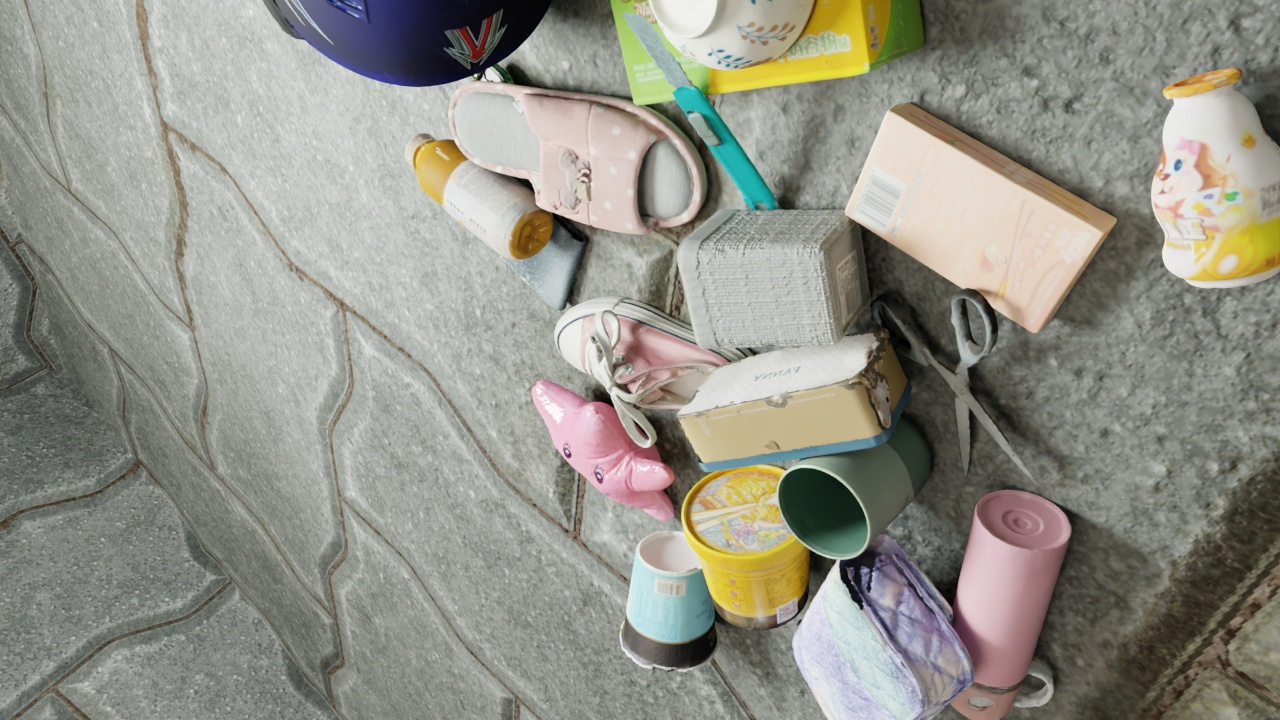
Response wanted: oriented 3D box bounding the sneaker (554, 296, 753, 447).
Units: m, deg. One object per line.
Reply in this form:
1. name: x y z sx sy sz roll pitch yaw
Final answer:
1. sneaker: -0.005 0.005 0.862 0.241 0.087 0.118 18 127 38

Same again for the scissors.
1. scissors: 0.226 0.016 0.662 0.159 0.014 0.181 42 153 38

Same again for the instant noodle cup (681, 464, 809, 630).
1. instant noodle cup: 0.104 0.176 0.844 0.119 0.118 0.114 20 135 38

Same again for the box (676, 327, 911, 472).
1. box: 0.112 0.034 0.717 0.185 0.089 0.060 -16 111 41

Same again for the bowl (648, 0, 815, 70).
1. bowl: 0.043 -0.231 0.558 0.113 0.062 0.114 27 132 34

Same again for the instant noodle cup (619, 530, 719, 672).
1. instant noodle cup: 0.033 0.251 0.984 0.111 0.111 0.121 21 121 37

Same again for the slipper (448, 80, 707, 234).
1. slipper: -0.068 -0.182 0.808 0.274 0.054 0.114 23 131 24

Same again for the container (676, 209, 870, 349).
1. container: 0.104 -0.063 0.689 0.114 0.090 0.090 2 120 33

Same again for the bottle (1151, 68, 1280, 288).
1. bottle: 0.304 -0.095 0.483 0.063 0.063 0.108 -2 113 48

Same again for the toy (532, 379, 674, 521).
1. toy: -0.042 0.084 0.956 0.194 0.074 0.179 35 158 23

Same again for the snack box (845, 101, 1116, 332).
1. snack box: 0.217 -0.095 0.604 0.157 0.026 0.085 38 138 23

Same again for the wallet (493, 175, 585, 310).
1. wallet: -0.108 -0.122 0.945 0.121 0.019 0.097 43 137 20

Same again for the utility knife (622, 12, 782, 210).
1. utility knife: 0.049 -0.167 0.661 0.029 0.013 0.216 2 149 40

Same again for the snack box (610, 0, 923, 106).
1. snack box: 0.071 -0.265 0.613 0.210 0.069 0.158 7 121 44

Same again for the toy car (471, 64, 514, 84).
1. toy car: -0.147 -0.245 0.887 0.043 0.036 0.091 49 139 11

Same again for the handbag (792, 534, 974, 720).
1. handbag: 0.195 0.241 0.766 0.134 0.075 0.194 57 157 28

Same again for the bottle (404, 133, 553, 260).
1. bottle: -0.167 -0.170 0.915 0.189 0.067 0.068 39 138 28

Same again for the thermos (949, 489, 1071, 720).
1. thermos: 0.284 0.197 0.704 0.087 0.067 0.199 7 123 16

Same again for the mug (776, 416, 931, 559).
1. mug: 0.165 0.100 0.728 0.082 0.106 0.112 47 140 12

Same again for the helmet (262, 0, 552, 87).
1. helmet: -0.193 -0.366 0.695 0.315 0.247 0.240 66 167 -6
